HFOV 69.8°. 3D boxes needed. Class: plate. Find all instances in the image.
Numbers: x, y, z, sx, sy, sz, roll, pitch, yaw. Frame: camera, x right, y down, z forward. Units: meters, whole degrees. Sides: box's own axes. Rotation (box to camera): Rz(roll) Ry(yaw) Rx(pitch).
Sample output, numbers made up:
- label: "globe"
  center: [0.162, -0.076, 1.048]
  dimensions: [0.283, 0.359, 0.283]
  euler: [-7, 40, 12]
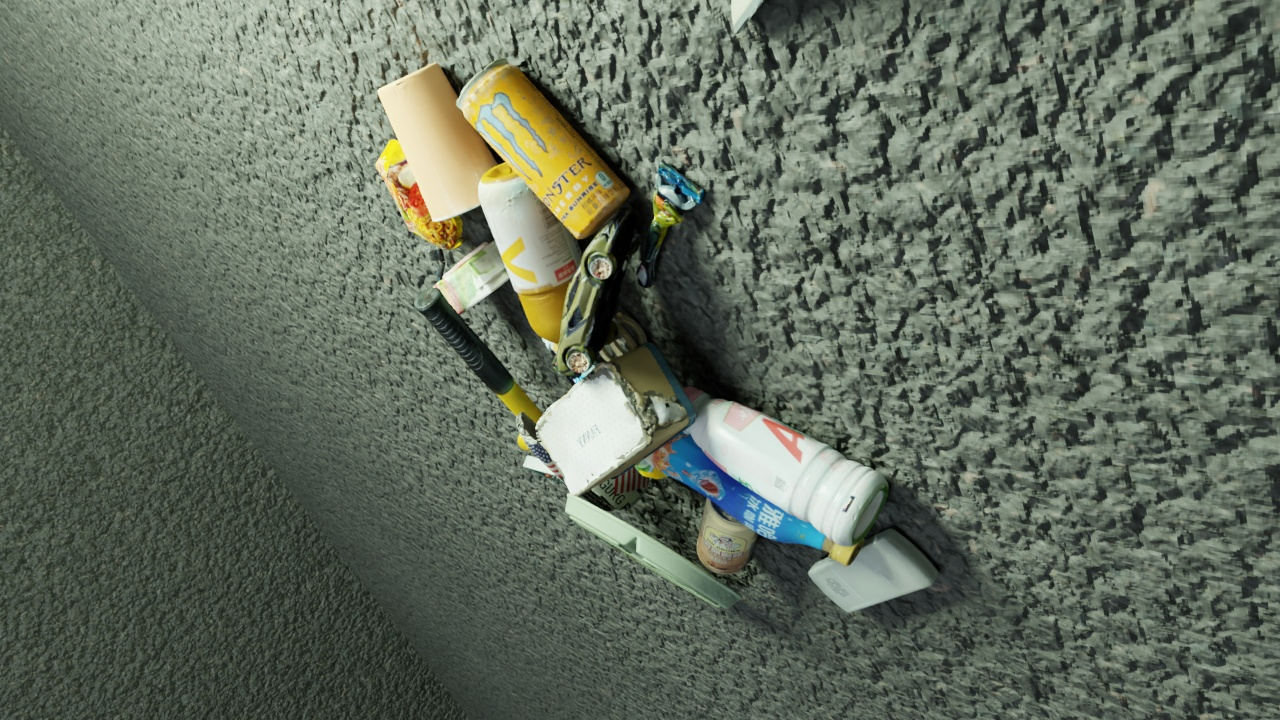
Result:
- label: "plate"
  center: [0.010, 0.220, 1.043]
  dimensions: [0.230, 0.027, 0.230]
  euler: [30, 168, 7]

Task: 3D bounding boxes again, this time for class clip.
- label: "clip"
  center: [-0.002, 0.002, 0.863]
  dimensions: [0.100, 0.072, 0.035]
  euler: [55, 150, -3]

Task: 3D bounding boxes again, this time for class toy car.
- label: "toy car"
  center: [-0.036, -0.055, 0.762]
  dimensions: [0.042, 0.070, 0.158]
  euler: [22, 118, 8]

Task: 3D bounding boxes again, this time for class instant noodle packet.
- label: "instant noodle packet"
  center: [-0.224, -0.165, 0.916]
  dimensions: [0.111, 0.044, 0.128]
  euler: [64, 166, -23]

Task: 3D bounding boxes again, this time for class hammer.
- label: "hammer"
  center: [-0.155, 0.027, 1.038]
  dimensions: [0.129, 0.032, 0.301]
  euler: [10, 148, 39]

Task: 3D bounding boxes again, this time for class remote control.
- label: "remote control"
  center: [0.209, 0.194, 0.839]
  dimensions: [0.058, 0.021, 0.150]
  euler: [44, 151, 4]
- label: "remote control"
  center: [-0.091, 0.145, 1.152]
  dimensions: [0.056, 0.019, 0.135]
  euler: [32, 164, -37]

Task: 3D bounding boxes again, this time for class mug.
- label: "mug"
  center: [-0.178, -0.195, 0.817]
  dimensions: [0.078, 0.078, 0.123]
  euler: [3, 124, 52]

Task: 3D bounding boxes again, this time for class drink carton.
- label: "drink carton"
  center: [-0.174, -0.087, 0.961]
  dimensions: [0.045, 0.053, 0.123]
  euler: [53, 150, -10]

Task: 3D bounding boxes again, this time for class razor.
- label: "razor"
  center: [0.013, -0.098, 0.734]
  dimensions: [0.042, 0.022, 0.143]
  euler: [42, 151, 12]

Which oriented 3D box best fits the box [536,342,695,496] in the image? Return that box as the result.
- label: "box"
  center: [-0.030, 0.060, 0.842]
  dimensions: [0.090, 0.062, 0.185]
  euler: [61, 145, 7]

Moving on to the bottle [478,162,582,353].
- label: "bottle"
  center: [-0.084, -0.083, 0.815]
  dimensions: [0.068, 0.067, 0.190]
  euler: [13, 130, 45]

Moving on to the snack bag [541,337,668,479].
- label: "snack bag"
  center: [-0.035, 0.038, 0.943]
  dimensions: [0.191, 0.039, 0.110]
  euler: [54, 173, -15]

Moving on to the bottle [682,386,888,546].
- label: "bottle"
  center: [0.110, 0.082, 0.783]
  dimensions: [0.197, 0.068, 0.068]
  euler: [30, 147, 29]

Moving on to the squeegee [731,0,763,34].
- label: "squeegee"
  center: [0.030, -0.314, 0.429]
  dimensions: [0.246, 0.039, 0.247]
  euler: [55, 168, -4]

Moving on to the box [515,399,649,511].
- label: "box"
  center: [-0.068, 0.104, 1.021]
  dimensions: [0.162, 0.075, 0.086]
  euler: [45, 164, -32]

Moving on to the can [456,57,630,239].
- label: "can"
  center: [-0.076, -0.167, 0.729]
  dimensions: [0.146, 0.058, 0.058]
  euler: [47, 151, -1]

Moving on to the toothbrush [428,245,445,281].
- label: "toothbrush"
  center: [-0.225, -0.090, 1.031]
  dimensions: [0.190, 0.016, 0.014]
  euler: [120, 143, -72]

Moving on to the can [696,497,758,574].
- label: "can"
  center: [0.090, 0.167, 0.923]
  dimensions: [0.058, 0.058, 0.116]
  euler: [34, 149, 21]

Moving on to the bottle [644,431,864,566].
- label: "bottle"
  center: [0.102, 0.117, 0.841]
  dimensions: [0.219, 0.065, 0.065]
  euler: [30, 147, 26]

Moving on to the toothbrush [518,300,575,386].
- label: "toothbrush"
  center: [-0.081, 0.010, 1.001]
  dimensions: [0.018, 0.014, 0.189]
  euler: [12, 138, 60]
